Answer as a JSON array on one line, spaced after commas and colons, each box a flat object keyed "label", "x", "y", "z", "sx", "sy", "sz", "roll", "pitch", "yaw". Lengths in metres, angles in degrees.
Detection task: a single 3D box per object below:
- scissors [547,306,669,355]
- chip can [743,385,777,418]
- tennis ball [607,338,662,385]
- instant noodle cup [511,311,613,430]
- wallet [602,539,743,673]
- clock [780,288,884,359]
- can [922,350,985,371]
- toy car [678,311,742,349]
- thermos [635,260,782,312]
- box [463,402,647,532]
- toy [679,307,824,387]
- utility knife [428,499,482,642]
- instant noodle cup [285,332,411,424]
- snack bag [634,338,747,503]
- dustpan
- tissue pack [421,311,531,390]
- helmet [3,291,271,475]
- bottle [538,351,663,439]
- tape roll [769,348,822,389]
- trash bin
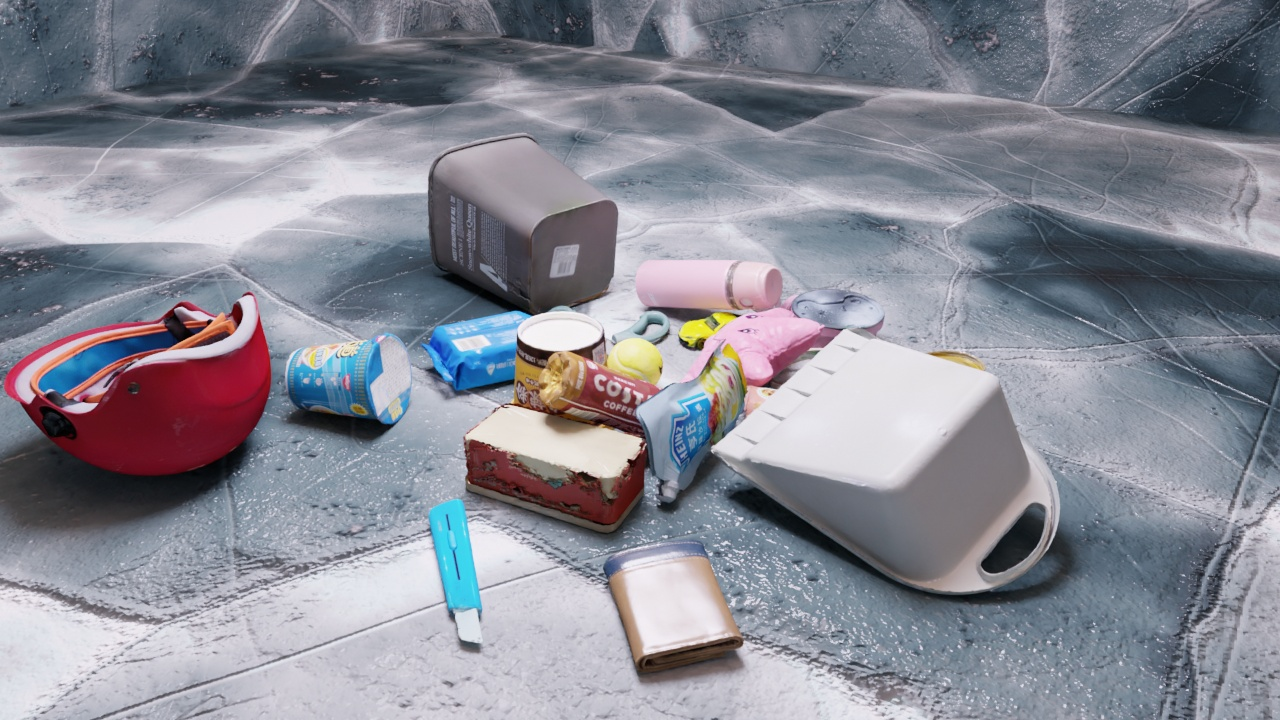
[{"label": "scissors", "x": -0.056, "y": -0.043, "z": 1.207, "sx": 0.179, "sy": 0.019, "sz": 0.169, "roll": 23, "pitch": 36, "yaw": 32}, {"label": "chip can", "x": 0.213, "y": 0.075, "z": 0.944, "sx": 0.215, "sy": 0.071, "sz": 0.071, "roll": 8, "pitch": 29, "yaw": 13}, {"label": "tennis ball", "x": -0.006, "y": 0.006, "z": 1.066, "sx": 0.065, "sy": 0.066, "sz": 0.065, "roll": 1, "pitch": 28, "yaw": -1}, {"label": "instant noodle cup", "x": -0.084, "y": 0.017, "z": 0.991, "sx": 0.118, "sy": 0.115, "sz": 0.118, "roll": 2, "pitch": 29, "yaw": -1}, {"label": "wallet", "x": 0.025, "y": 0.197, "z": 0.749, "sx": 0.090, "sy": 0.033, "sz": 0.115, "roll": -8, "pitch": 31, "yaw": -12}, {"label": "clock", "x": 0.246, "y": -0.051, "z": 1.193, "sx": 0.117, "sy": 0.060, "sz": 0.158, "roll": -6, "pitch": 31, "yaw": -11}, {"label": "can", "x": 0.326, "y": 0.032, "z": 1.050, "sx": 0.148, "sy": 0.049, "sz": 0.074, "roll": -13, "pitch": 31, "yaw": -25}, {"label": "toy car", "x": 0.099, "y": -0.042, "z": 1.197, "sx": 0.105, "sy": 0.032, "sz": 0.048, "roll": -11, "pitch": 31, "yaw": -19}, {"label": "thermos", "x": 0.095, "y": -0.095, "z": 1.231, "sx": 0.199, "sy": 0.087, "sz": 0.067, "roll": 5, "pitch": 57, "yaw": 35}, {"label": "box", "x": -0.084, "y": 0.094, "z": 0.887, "sx": 0.168, "sy": 0.077, "sz": 0.091, "roll": 13, "pitch": 30, "yaw": 21}, {"label": "toy", "x": 0.138, "y": -0.017, "z": 1.082, "sx": 0.179, "sy": 0.074, "sz": 0.194, "roll": -17, "pitch": 18, "yaw": 30}, {"label": "utility knife", "x": -0.156, "y": 0.179, "z": 0.789, "sx": 0.034, "sy": 0.018, "sz": 0.178, "roll": -7, "pitch": 31, "yaw": -16}, {"label": "instant noodle cup", "x": -0.323, "y": 0.020, "z": 1.008, "sx": 0.110, "sy": 0.099, "sz": 0.099, "roll": 0, "pitch": 27, "yaw": 15}, {"label": "snack bag", "x": 0.055, "y": 0.058, "z": 0.927, "sx": 0.039, "sy": 0.110, "sz": 0.190, "roll": 10, "pitch": 28, "yaw": 27}, {"label": "dustpan", "x": 0.245, "y": 0.100, "z": 0.866, "sx": 0.222, "sy": 0.143, "sz": 0.258, "roll": -39, "pitch": 27, "yaw": -23}, {"label": "tissue pack", "x": -0.176, "y": -0.012, "z": 1.107, "sx": 0.156, "sy": 0.052, "sz": 0.095, "roll": -14, "pitch": 34, "yaw": -25}, {"label": "helmet", "x": -0.482, "y": 0.037, "z": 0.914, "sx": 0.240, "sy": 0.144, "sz": 0.206, "roll": -7, "pitch": 26, "yaw": 15}, {"label": "bottle", "x": -0.018, "y": 0.043, "z": 0.937, "sx": 0.174, "sy": 0.057, "sz": 0.057, "roll": 22, "pitch": 15, "yaw": -34}, {"label": "tape roll", "x": 0.194, "y": 0.012, "z": 1.089, "sx": 0.086, "sy": 0.014, "sz": 0.085, "roll": -17, "pitch": 23, "yaw": 8}, {"label": "trash bin", "x": -0.162, "y": -0.186, "z": 1.301, "sx": 0.198, "sy": 0.199, "sz": 0.220, "roll": -23, "pitch": 43, "yaw": -35}]
